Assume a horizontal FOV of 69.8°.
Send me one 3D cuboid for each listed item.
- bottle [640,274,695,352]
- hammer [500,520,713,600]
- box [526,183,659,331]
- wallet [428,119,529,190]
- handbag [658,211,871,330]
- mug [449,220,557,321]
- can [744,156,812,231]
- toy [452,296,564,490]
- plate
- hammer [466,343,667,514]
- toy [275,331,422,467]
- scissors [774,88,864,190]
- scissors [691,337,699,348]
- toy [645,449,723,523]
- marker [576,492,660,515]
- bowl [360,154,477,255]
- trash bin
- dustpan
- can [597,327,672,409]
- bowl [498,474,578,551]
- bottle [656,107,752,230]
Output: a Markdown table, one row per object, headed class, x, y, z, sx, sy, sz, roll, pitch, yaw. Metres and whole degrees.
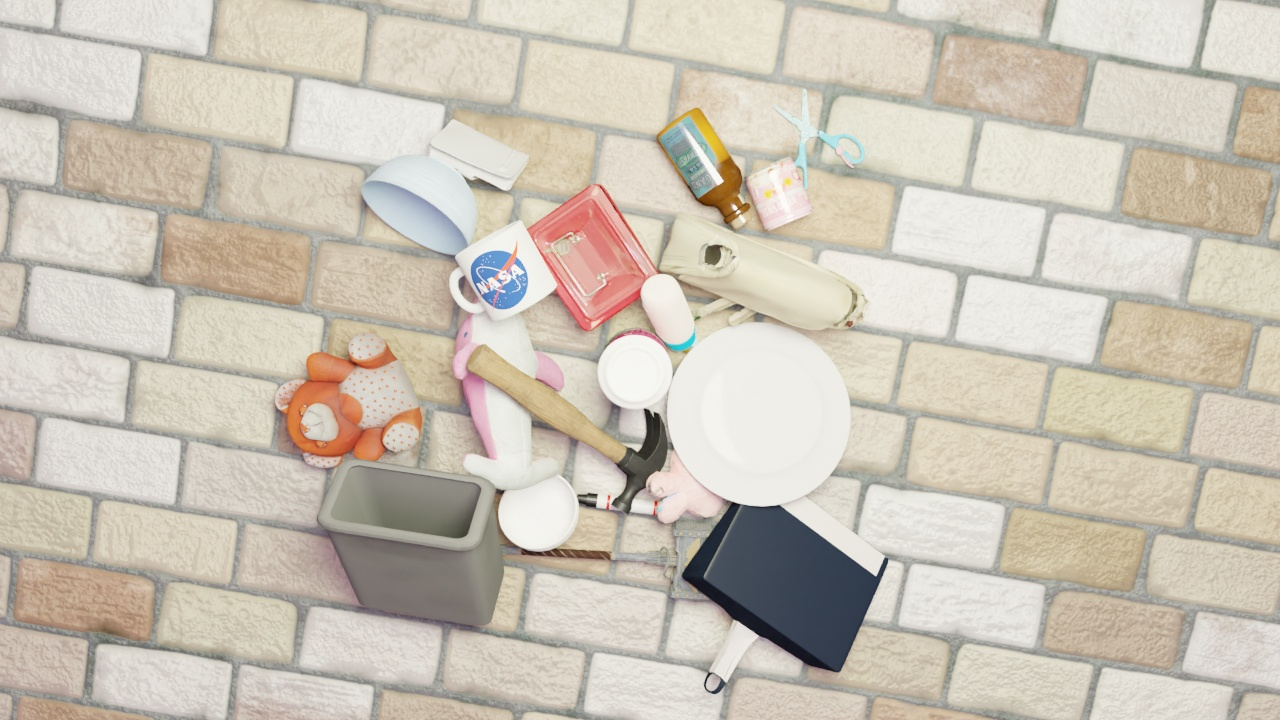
| class | x | y | z | sx | sy | sz | roll | pitch | yaw |
| --- | --- | --- | --- | --- | --- | --- | --- | --- | --- |
| bottle | 0.041 | -0.051 | 1.169 | 0.051 | 0.146 | 0.051 | -9 | 56 | 14 |
| hammer | -0.065 | 0.263 | 1.242 | 0.322 | 0.044 | 0.098 | 3 | 96 | 2 |
| box | -0.063 | -0.131 | 1.174 | 0.129 | 0.086 | 0.158 | -33 | 96 | 2 |
| wallet | -0.205 | -0.260 | 1.171 | 0.116 | 0.086 | 0.032 | 26 | 131 | 2 |
| handbag | 0.141 | -0.086 | 1.140 | 0.229 | 0.184 | 0.132 | 16 | 99 | -17 |
| mug | -0.176 | -0.102 | 1.115 | 0.121 | 0.091 | 0.090 | -25 | 105 | 15 |
| can | 0.177 | -0.212 | 1.173 | 0.067 | 0.067 | 0.076 | -23 | 94 | 2 |
| toy | -0.190 | 0.041 | 1.180 | 0.128 | 0.186 | 0.265 | -22 | 70 | 39 |
| plate | 0.156 | 0.067 | 1.194 | 0.242 | 0.016 | 0.242 | 1 | 79 | -3 |
| hammer | -0.088 | 0.069 | 1.150 | 0.305 | 0.040 | 0.132 | 38 | 80 | -31 |
| toy | -0.382 | 0.062 | 1.193 | 0.172 | 0.093 | 0.164 | -24 | 97 | 4 |
| scissors | 0.219 | -0.278 | 1.197 | 0.136 | 0.015 | 0.126 | 35 | 95 | 2 |
| scissors | 0.104 | 0.041 | 1.230 | 0.076 | 0.017 | 0.174 | -23 | 92 | 6 |
| toy | 0.058 | 0.166 | 1.210 | 0.105 | 0.053 | 0.108 | -24 | 103 | -26 |
| marker | -0.023 | 0.194 | 1.242 | 0.145 | 0.019 | 0.019 | 7 | 96 | -1 |
| bowl | -0.264 | -0.205 | 1.147 | 0.150 | 0.151 | 0.074 | 27 | 71 | -3 |
| trash bin | -0.274 | 0.232 | 1.142 | 0.192 | 0.097 | 0.220 | 8 | 140 | 4 |
| dustpan | 0.170 | 0.319 | 1.216 | 0.236 | 0.080 | 0.272 | 37 | 68 | -13 |
| can | -0.007 | 0.007 | 1.148 | 0.088 | 0.166 | 0.088 | 0 | 96 | 0 |
| bowl | -0.132 | 0.202 | 1.216 | 0.105 | 0.054 | 0.104 | -1 | 69 | 3 |
| bottle | 0.090 | -0.239 | 1.171 | 0.068 | 0.068 | 0.157 | -34 | 95 | 3 |
